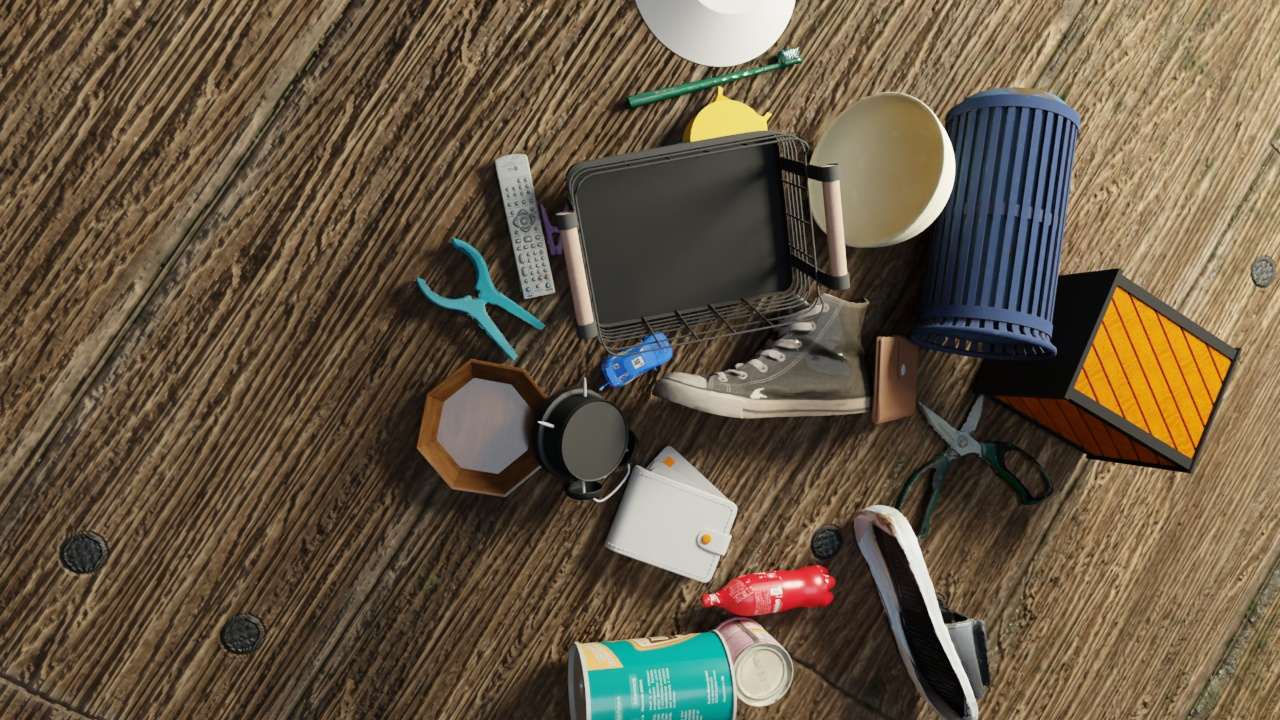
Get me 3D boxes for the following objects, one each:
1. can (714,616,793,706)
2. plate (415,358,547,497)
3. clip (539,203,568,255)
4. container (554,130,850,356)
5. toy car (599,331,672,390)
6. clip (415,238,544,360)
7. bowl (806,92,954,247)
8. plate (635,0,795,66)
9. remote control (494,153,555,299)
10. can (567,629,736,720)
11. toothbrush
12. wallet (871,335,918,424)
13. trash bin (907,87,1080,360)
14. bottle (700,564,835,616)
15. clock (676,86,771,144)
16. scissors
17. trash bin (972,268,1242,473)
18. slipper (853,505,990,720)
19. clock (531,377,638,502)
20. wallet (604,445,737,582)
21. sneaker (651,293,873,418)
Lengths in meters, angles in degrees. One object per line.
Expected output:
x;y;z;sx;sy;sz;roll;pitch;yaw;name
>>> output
0.110;0.303;0.930;0.067;0.076;0.067;-1;95;-14;can
-0.147;0.064;0.874;0.131;0.025;0.131;-1;94;-14;plate
-0.081;-0.126;0.885;0.029;0.013;0.050;-6;98;-13;clip
0.049;-0.108;0.829;0.241;0.130;0.163;-11;108;-5;container
-0.005;0.005;0.887;0.092;0.062;0.033;-29;100;-11;toy car
-0.165;-0.045;0.863;0.120;0.030;0.130;-32;100;-14;clip
0.248;-0.180;0.909;0.075;0.151;0.151;7;93;-45;bowl
0.079;-0.380;0.894;0.174;0.036;0.174;-1;94;-14;plate
-0.111;-0.128;0.876;0.033;0.013;0.136;-13;97;-13;remote control
0.009;0.320;0.894;0.144;0.099;0.099;-1;94;-14;can
0.074;-0.281;0.910;0.189;0.016;0.017;-18;101;-12;toothbrush
0.264;0.018;0.943;0.120;0.013;0.087;-3;96;-57;wallet
0.358;-0.135;0.922;0.139;0.139;0.249;12;84;-15;trash bin
0.132;0.240;0.949;0.141;0.042;0.042;-4;95;-14;bottle
0.079;-0.200;0.906;0.099;0.044;0.129;24;81;-15;clock
0.356;0.135;1.013;0.201;0.015;0.205;39;85;-13;scissors
0.486;0.011;0.967;0.171;0.140;0.139;28;83;-14;trash bin
0.307;0.267;0.966;0.063;0.111;0.264;-27;96;-18;slipper
-0.049;0.081;0.878;0.091;0.043;0.121;-43;122;-25;clock
0.039;0.151;0.923;0.118;0.037;0.115;22;89;-11;wallet
0.123;-0.004;0.905;0.234;0.095;0.120;-2;92;-12;sneaker
